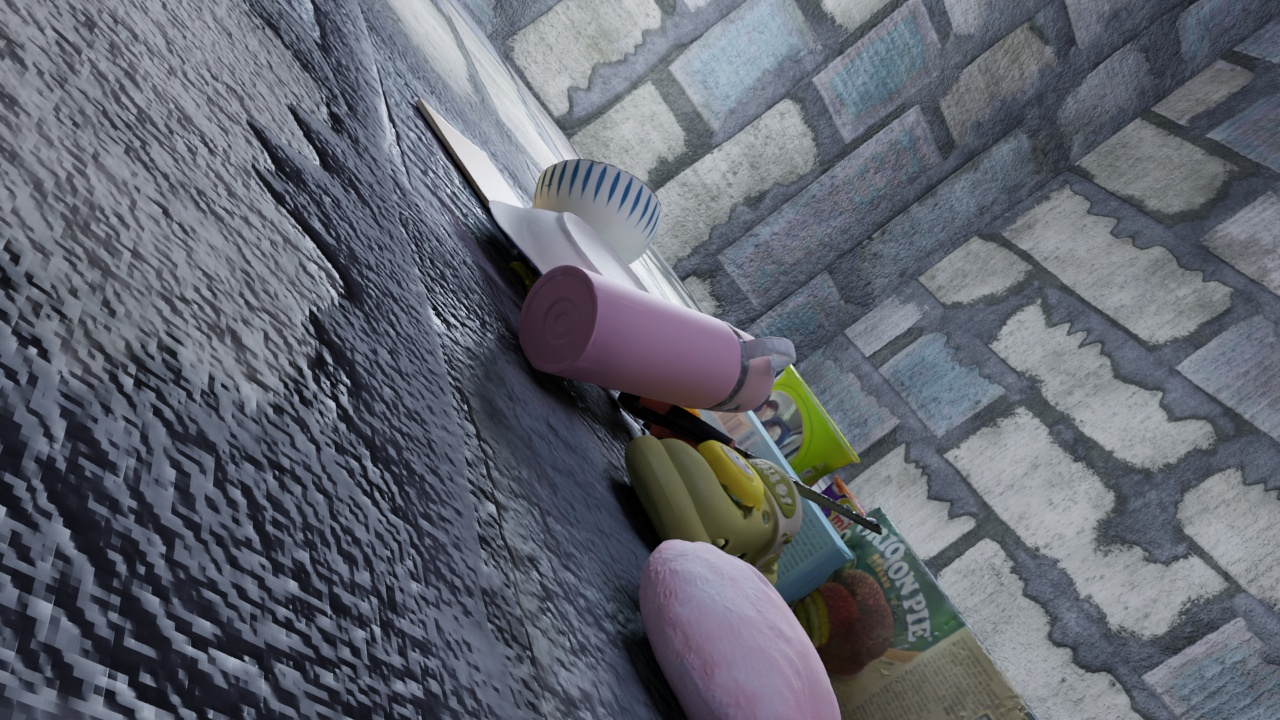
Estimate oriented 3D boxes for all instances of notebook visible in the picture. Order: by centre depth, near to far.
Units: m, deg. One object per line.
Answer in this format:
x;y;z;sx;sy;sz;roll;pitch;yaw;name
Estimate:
-0.115;-0.131;0.823;0.207;0.008;0.147;55;8;14;notebook

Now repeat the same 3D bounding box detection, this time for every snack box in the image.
0.178;0.212;0.633;0.063;0.114;0.240;49;8;-23;snack box
0.085;0.102;0.720;0.174;0.074;0.051;58;10;33;snack box

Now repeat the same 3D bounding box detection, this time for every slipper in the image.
0.057;0.091;0.585;0.091;0.081;0.190;56;5;35;slipper

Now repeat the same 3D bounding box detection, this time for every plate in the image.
-0.032;-0.060;0.691;0.163;0.034;0.164;52;13;13;plate

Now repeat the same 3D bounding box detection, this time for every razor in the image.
-0.065;-0.038;0.644;0.042;0.022;0.142;33;20;-46;razor

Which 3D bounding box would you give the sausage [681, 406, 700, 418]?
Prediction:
-0.004;0.004;0.739;0.165;0.021;0.021;44;2;30;sausage

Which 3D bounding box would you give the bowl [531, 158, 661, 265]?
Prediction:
-0.045;-0.118;0.818;0.116;0.117;0.066;45;53;-48;bowl

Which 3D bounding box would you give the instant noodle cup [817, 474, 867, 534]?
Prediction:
0.166;0.173;0.806;0.111;0.099;0.111;52;9;-12;instant noodle cup

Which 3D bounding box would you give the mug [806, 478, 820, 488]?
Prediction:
0.123;0.109;0.965;0.103;0.084;0.125;54;-17;20;mug

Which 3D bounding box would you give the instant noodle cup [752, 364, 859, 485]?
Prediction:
0.119;0.081;0.847;0.111;0.123;0.111;53;9;-12;instant noodle cup

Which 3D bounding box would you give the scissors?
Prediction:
0.074;0.076;0.648;0.208;0.015;0.186;37;-17;1;scissors

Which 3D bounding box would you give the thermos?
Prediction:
0.022;-0.009;0.596;0.198;0.087;0.067;16;61;-46;thermos

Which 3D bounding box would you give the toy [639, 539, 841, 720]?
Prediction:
0.055;0.148;0.395;0.121;0.054;0.159;33;20;-50;toy
